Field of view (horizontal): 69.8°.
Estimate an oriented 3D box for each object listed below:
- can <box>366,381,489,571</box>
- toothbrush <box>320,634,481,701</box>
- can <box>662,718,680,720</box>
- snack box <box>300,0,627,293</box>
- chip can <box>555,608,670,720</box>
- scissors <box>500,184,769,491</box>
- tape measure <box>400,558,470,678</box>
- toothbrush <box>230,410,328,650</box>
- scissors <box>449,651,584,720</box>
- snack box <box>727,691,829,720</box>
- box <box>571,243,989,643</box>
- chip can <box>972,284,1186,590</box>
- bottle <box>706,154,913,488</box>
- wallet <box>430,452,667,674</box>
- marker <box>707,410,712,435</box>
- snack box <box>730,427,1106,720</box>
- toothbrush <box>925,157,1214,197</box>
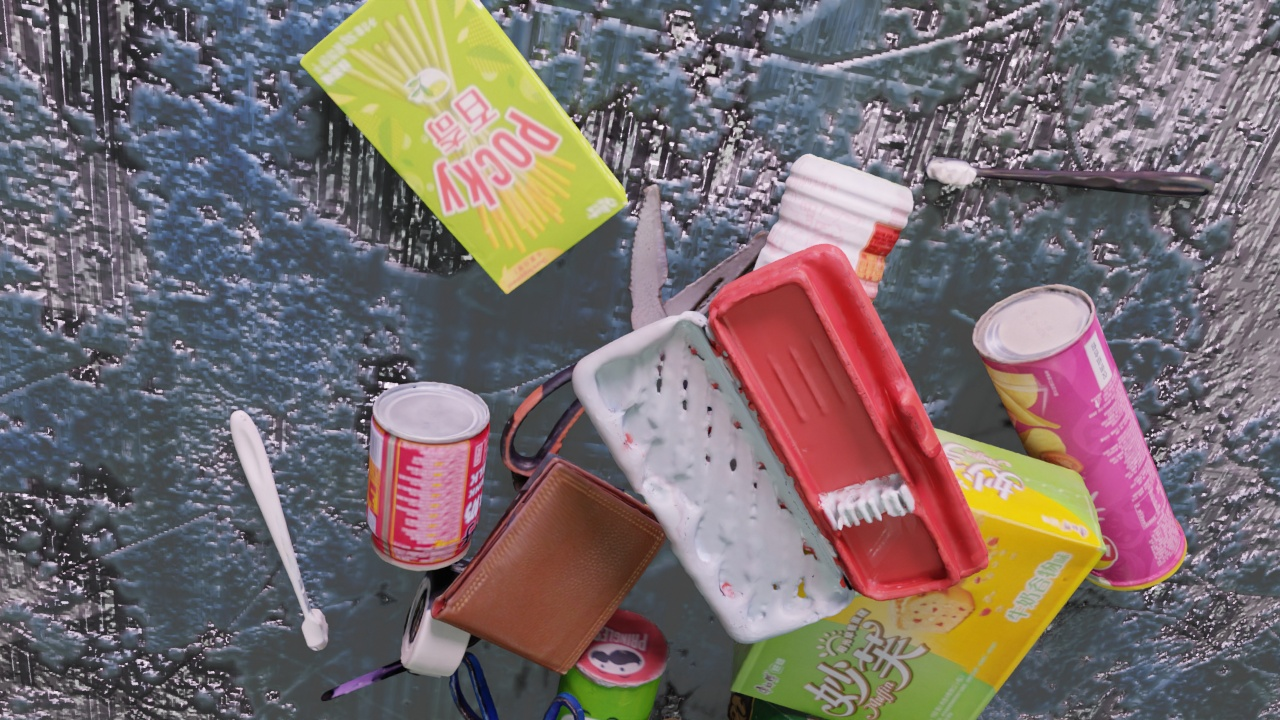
[{"bbox_3d":[-0.125,0.068,0.538,0.066,0.066,0.094,6,116,-11],"label":"can"},{"bbox_3d":[-0.136,0.202,0.637,0.189,0.014,0.017,-23,121,5],"label":"toothbrush"},{"bbox_3d":[0.034,0.300,0.592,0.075,0.111,0.075,-21,130,-28],"label":"can"},{"bbox_3d":[-0.085,-0.117,0.470,0.086,0.026,0.156,-34,117,11],"label":"snack box"},{"bbox_3d":[-0.037,0.290,0.664,0.072,0.072,0.236,7,117,-11],"label":"chip can"},{"bbox_3d":[-0.001,0.006,0.553,0.189,0.015,0.226,-13,117,-1],"label":"scissors"},{"bbox_3d":[-0.129,0.168,0.590,0.033,0.066,0.066,18,113,-18],"label":"tape measure"},{"bbox_3d":[-0.225,0.109,0.577,0.016,0.016,0.180,-10,116,-5],"label":"toothbrush"},{"bbox_3d":[-0.087,0.275,0.632,0.163,0.012,0.174,-42,78,32],"label":"scissors"},{"bbox_3d":[0.126,0.293,0.642,0.117,0.106,0.118,14,81,-15],"label":"snack box"},{"bbox_3d":[0.074,0.053,0.483,0.158,0.039,0.201,-23,109,23],"label":"box"},{"bbox_3d":[0.282,0.053,0.585,0.071,0.071,0.210,-31,116,8],"label":"chip can"},{"bbox_3d":[0.083,-0.011,0.511,0.068,0.068,0.197,15,106,-15],"label":"bottle"},{"bbox_3d":[-0.054,0.126,0.564,0.101,0.032,0.124,36,92,-32],"label":"wallet"},{"bbox_3d":[0.107,0.035,0.572,0.145,0.017,0.017,-3,118,-14],"label":"marker"},{"bbox_3d":[0.163,0.144,0.582,0.157,0.069,0.210,17,123,-1],"label":"snack box"},{"bbox_3d":[0.252,-0.104,0.530,0.181,0.018,0.016,1,114,-10],"label":"toothbrush"}]
